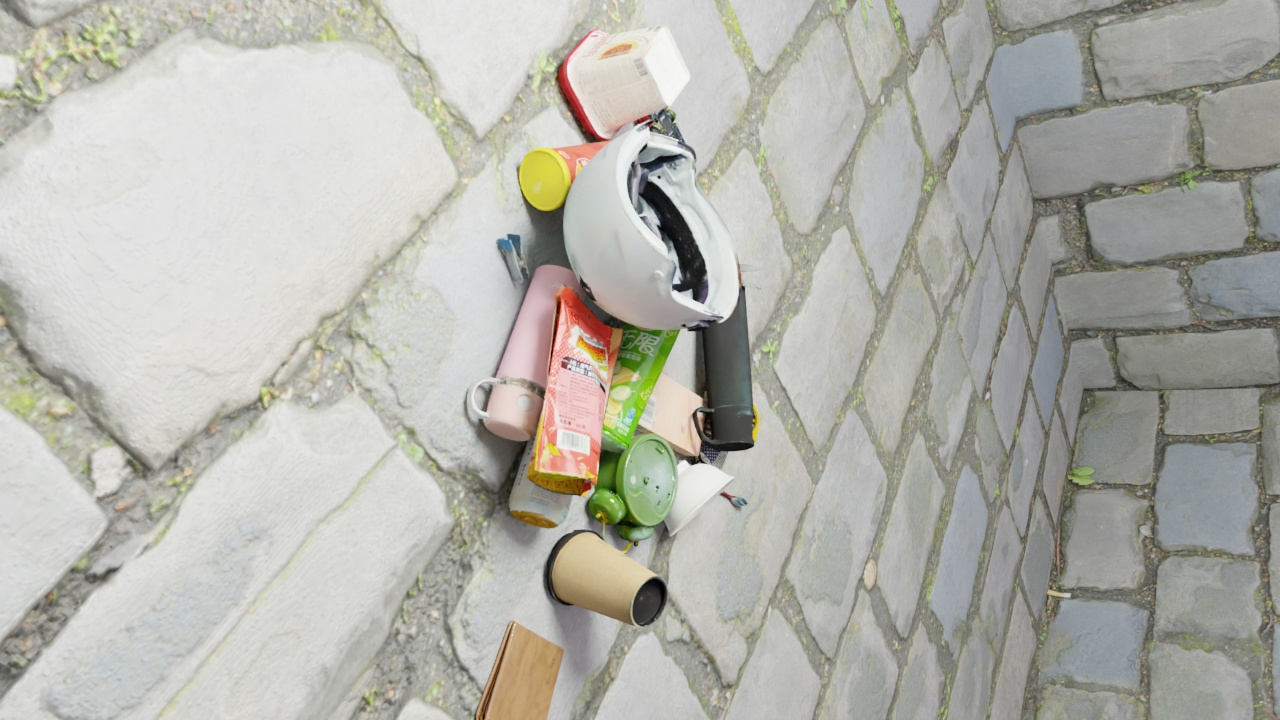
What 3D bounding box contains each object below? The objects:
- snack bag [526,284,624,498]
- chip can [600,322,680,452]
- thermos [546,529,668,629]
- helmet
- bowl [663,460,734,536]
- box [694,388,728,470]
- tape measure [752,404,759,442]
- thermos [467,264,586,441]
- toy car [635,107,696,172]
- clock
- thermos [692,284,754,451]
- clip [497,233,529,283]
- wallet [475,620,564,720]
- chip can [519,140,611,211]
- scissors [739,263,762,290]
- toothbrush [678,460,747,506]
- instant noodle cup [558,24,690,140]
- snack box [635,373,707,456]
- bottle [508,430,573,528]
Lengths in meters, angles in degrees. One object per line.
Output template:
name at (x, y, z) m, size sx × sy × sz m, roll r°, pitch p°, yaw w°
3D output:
snack bag at (-0.069, 0.035, 0.993) m, size 0.128 × 0.073 × 0.207 m, roll 38°, pitch 53°, yaw -53°
chip can at (-0.007, 0.007, 1.141) m, size 0.072 × 0.073 × 0.221 m, roll 41°, pitch 68°, yaw -44°
thermos at (-0.040, 0.254, 1.061) m, size 0.092 × 0.143 × 0.093 m, roll -13°, pitch 108°, yaw -44°
helmet at (0.003, -0.131, 1.042) m, size 0.258 × 0.146 × 0.228 m, roll 21°, pitch 56°, yaw -61°
bowl at (0.063, 0.176, 1.245) m, size 0.064 × 0.119 × 0.118 m, roll 47°, pitch 39°, yaw 11°
box at (0.111, 0.087, 1.353) m, size 0.068 × 0.052 × 0.164 m, roll 32°, pitch 61°, yaw -32°
tape measure at (0.159, 0.093, 1.419) m, size 0.060 × 0.029 × 0.057 m, roll 37°, pitch 60°, yaw -45°
thermos at (-0.127, -0.012, 1.026) m, size 0.087 × 0.067 × 0.198 m, roll 26°, pitch 66°, yaw -16°
toy car at (0.036, -0.297, 1.268) m, size 0.052 × 0.045 × 0.120 m, roll -52°, pitch 122°, yaw -38°
clock at (-0.011, 0.166, 1.167) m, size 0.116 × 0.056 × 0.161 m, roll 44°, pitch 54°, yaw -41°
thermos at (0.115, 0.004, 1.305) m, size 0.090 × 0.069 × 0.242 m, roll 8°, pitch 69°, yaw -26°
clip at (-0.141, -0.115, 1.040) m, size 0.038 × 0.026 × 0.058 m, roll -36°, pitch 122°, yaw -39°
wallet at (-0.131, 0.362, 1.028) m, size 0.101 × 0.020 × 0.115 m, roll 45°, pitch 51°, yaw -43°
chip can at (-0.052, -0.232, 1.127) m, size 0.216 × 0.073 × 0.073 m, roll -23°, pitch 106°, yaw -51°
scissors at (0.091, -0.129, 1.296) m, size 0.162 × 0.014 × 0.165 m, roll -43°, pitch 100°, yaw -24°
toothbrush at (0.109, 0.184, 1.355) m, size 0.187 × 0.017 × 0.016 m, roll 38°, pitch 58°, yaw -46°
instant noodle cup at (-0.016, -0.351, 1.137) m, size 0.117 × 0.124 × 0.116 m, roll 59°, pitch 46°, yaw -33°
snack box at (0.036, 0.070, 1.259) m, size 0.157 × 0.026 × 0.084 m, roll 33°, pitch 62°, yaw -47°
bottle at (-0.094, 0.094, 1.050) m, size 0.068 × 0.068 × 0.189 m, roll 40°, pitch 57°, yaw -44°
